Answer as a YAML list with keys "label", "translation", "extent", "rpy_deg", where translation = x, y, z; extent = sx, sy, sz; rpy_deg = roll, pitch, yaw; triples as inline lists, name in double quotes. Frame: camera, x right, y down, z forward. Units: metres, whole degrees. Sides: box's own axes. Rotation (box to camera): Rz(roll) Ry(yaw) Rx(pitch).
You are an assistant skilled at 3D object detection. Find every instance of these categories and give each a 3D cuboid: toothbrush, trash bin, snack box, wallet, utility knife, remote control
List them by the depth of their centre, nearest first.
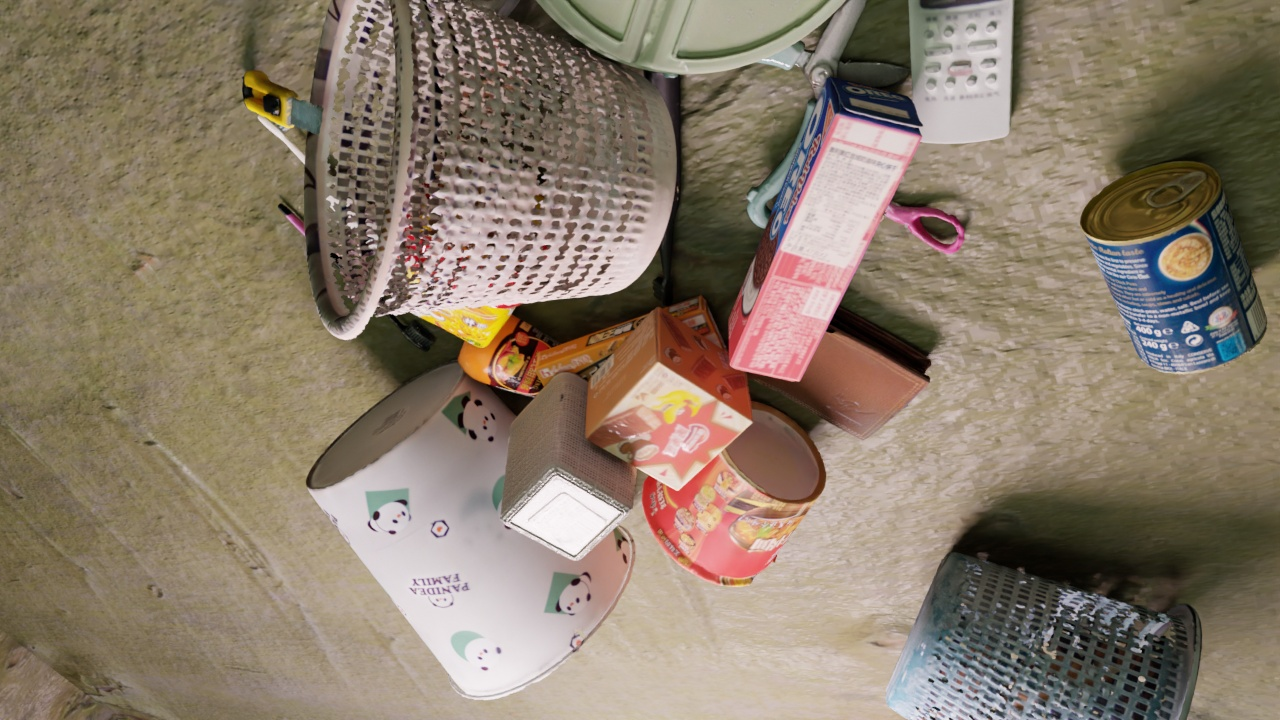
- label: "remote control"
  translation: [0.186, -0.196, 0.533]
  extent: [0.058, 0.021, 0.150]
  rpy_deg: [2, 132, 23]
- label: "trash bin"
  translation: [-0.094, -0.123, 0.582]
  extent: [0.191, 0.227, 0.228]
  rpy_deg: [2, 146, -32]
- label: "snack box"
  translation: [0.116, -0.081, 0.612]
  extent: [0.058, 0.057, 0.208]
  rpy_deg: [13, 131, -7]
- label: "utility knife"
  translation: [-0.259, -0.186, 0.656]
  extent: [0.231, 0.015, 0.033]
  rpy_deg: [30, 122, 52]
- label: "toothbrush"
  translation: [0.017, -0.124, 0.676]
  extent: [0.027, 0.026, 0.213]
  rpy_deg: [31, 143, 30]
- label: "snack box"
  translation: [0.022, 0.031, 0.725]
  extent: [0.094, 0.076, 0.093]
  rpy_deg: [32, 119, -21]
- label: "wallet"
  translation: [0.153, 0.008, 0.733]
  extent: [0.124, 0.032, 0.101]
  rpy_deg: [29, 139, -2]
- label: "snack box"
  translation: [-0.005, 0.005, 0.771]
  extent: [0.154, 0.026, 0.075]
  rpy_deg: [-19, 122, 14]
- label: "trash bin"
  translation: [0.329, 0.271, 0.788]
  extent: [0.195, 0.225, 0.227]
  rpy_deg: [24, 138, 21]
- label: "toothbrush"
  translation: [-0.243, -0.126, 0.792]
  extent: [0.221, 0.026, 0.027]
  rpy_deg: [49, 166, -22]
- label: "toothbrush"
  translation: [-0.263, -0.077, 0.856]
  extent: [0.018, 0.014, 0.189]
  rpy_deg: [-31, 113, 30]
- label: "trash bin"
  translation: [-0.167, 0.153, 0.886]
  extent: [0.230, 0.228, 0.252]
  rpy_deg: [-19, 115, 36]

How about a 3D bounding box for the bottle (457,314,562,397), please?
- label: "bottle"
  translation: [-0.086, 0.008, 0.823]
  extent: [0.149, 0.066, 0.067]
  rpy_deg: [24, 136, -7]

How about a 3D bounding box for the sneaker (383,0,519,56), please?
- label: "sneaker"
  translation: [-0.106, -0.266, 0.552]
  extent: [0.089, 0.090, 0.243]
  rpy_deg: [36, 136, -9]

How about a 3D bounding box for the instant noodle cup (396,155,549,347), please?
- label: "instant noodle cup"
  translation: [-0.132, -0.081, 0.730]
  extent: [0.116, 0.115, 0.124]
  rpy_deg: [27, 147, -2]

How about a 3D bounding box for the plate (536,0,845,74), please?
- label: "plate"
  translation: [0.034, -0.256, 0.478]
  extent: [0.230, 0.027, 0.231]
  rpy_deg: [-4, 131, -5]

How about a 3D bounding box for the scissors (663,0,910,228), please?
- label: "scissors"
  translation: [0.077, -0.162, 0.596]
  extent: [0.175, 0.019, 0.170]
  rpy_deg: [9, 129, 0]

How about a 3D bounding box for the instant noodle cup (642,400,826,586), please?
- label: "instant noodle cup"
  translation: [0.084, 0.107, 0.791]
  extent: [0.138, 0.137, 0.109]
  rpy_deg: [30, 128, -4]

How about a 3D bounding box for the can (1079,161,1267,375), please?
- label: "can"
  translation: [0.327, -0.054, 0.562]
  extent: [0.075, 0.075, 0.111]
  rpy_deg: [-17, 122, 36]

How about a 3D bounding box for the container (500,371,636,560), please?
- label: "container"
  translation: [-0.057, 0.088, 0.743]
  extent: [0.090, 0.114, 0.090]
  rpy_deg: [33, 119, -20]

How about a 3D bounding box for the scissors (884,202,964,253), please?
- label: "scissors"
  translation: [0.163, -0.104, 0.635]
  extent: [0.136, 0.017, 0.134]
  rpy_deg: [22, 133, 10]
